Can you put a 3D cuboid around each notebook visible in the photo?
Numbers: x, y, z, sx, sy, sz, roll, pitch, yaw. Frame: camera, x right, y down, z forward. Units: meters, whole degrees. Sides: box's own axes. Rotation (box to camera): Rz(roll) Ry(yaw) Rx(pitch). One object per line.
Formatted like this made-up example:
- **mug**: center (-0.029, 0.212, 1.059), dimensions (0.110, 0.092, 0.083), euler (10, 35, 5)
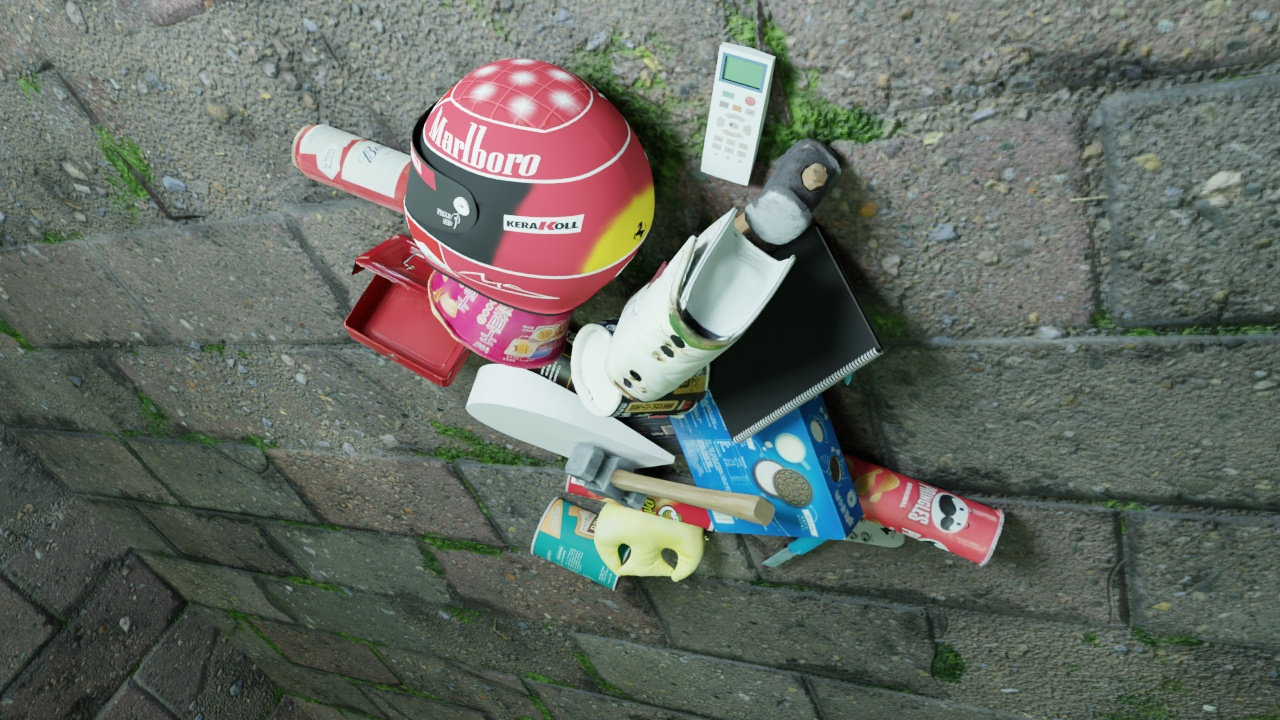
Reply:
- **notebook**: center (0.141, -0.023, 0.961), dimensions (0.207, 0.016, 0.149), euler (-39, 67, 39)

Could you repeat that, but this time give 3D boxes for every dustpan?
- **dustpan**: center (-0.104, 0.079, 1.240), dimensions (0.257, 0.053, 0.192), euler (23, 160, -23)

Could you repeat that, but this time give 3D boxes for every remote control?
- **remote control**: center (0.274, 0.213, 1.217), dimensions (0.151, 0.019, 0.074), euler (4, 134, 27)
- **remote control**: center (0.091, -0.229, 0.860), dimensions (0.049, 0.024, 0.144), euler (20, 141, 11)

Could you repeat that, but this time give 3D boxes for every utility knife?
- **utility knife**: center (0.227, 0.247, 1.257), dimensions (0.031, 0.015, 0.226), euler (35, 140, -4)

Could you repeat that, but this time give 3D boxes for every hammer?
- **hammer**: center (0.037, 0.160, 1.125), dimensions (0.117, 0.051, 0.324), euler (35, 161, -32)
- **hammer**: center (0.075, -0.118, 0.950), dimensions (0.052, 0.097, 0.329), euler (43, 145, -12)

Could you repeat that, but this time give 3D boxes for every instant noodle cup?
- **instant noodle cup**: center (-0.006, 0.006, 1.029), dimensions (0.137, 0.112, 0.137), euler (19, 113, 53)
- **instant noodle cup**: center (-0.147, -0.082, 1.060), dimensions (0.178, 0.178, 0.078), euler (35, 124, -6)

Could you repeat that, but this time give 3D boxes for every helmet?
- **helmet**: center (-0.117, -0.181, 0.905), dimensions (0.271, 0.197, 0.225), euler (23, 141, 21)

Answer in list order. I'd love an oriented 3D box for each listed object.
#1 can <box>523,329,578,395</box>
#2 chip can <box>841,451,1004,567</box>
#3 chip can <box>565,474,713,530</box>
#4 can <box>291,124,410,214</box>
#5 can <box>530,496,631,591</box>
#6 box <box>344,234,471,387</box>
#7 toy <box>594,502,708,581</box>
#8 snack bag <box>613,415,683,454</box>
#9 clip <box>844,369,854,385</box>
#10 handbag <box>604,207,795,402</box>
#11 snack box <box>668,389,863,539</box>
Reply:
- **can**: center (-0.102, -0.004, 1.176), dimensions (0.128, 0.071, 0.072), euler (26, 140, 4)
- **chip can**: center (0.311, 0.171, 1.112), dimensions (0.233, 0.073, 0.073), euler (20, 140, 12)
- **chip can**: center (0.003, 0.190, 1.304), dimensions (0.215, 0.051, 0.052), euler (14, 139, 4)
- **can**: center (-0.322, -0.225, 1.081), dimensions (0.170, 0.067, 0.067), euler (21, 140, 10)
- **can**: center (-0.087, 0.289, 1.452), dimensions (0.144, 0.099, 0.099), euler (22, 140, 9)
- **box**: center (-0.282, -0.060, 1.176), dimensions (0.157, 0.146, 0.156), euler (27, 122, 3)
- **toy**: center (0.016, 0.252, 1.361), dimensions (0.170, 0.064, 0.155), euler (4, 104, 7)
- **snack bag**: center (0.025, 0.102, 1.252), dimensions (0.155, 0.018, 0.074), euler (-6, 128, 36)
- **clip**: center (0.184, -0.021, 1.024), dimensions (0.121, 0.031, 0.130), euler (-9, 127, 43)
- **handbag**: center (0.044, -0.044, 0.878), dimensions (0.096, 0.141, 0.199), euler (40, 153, -5)
- **snack box**: center (0.135, 0.096, 1.085), dimensions (0.196, 0.056, 0.239), euler (-6, 112, 45)
